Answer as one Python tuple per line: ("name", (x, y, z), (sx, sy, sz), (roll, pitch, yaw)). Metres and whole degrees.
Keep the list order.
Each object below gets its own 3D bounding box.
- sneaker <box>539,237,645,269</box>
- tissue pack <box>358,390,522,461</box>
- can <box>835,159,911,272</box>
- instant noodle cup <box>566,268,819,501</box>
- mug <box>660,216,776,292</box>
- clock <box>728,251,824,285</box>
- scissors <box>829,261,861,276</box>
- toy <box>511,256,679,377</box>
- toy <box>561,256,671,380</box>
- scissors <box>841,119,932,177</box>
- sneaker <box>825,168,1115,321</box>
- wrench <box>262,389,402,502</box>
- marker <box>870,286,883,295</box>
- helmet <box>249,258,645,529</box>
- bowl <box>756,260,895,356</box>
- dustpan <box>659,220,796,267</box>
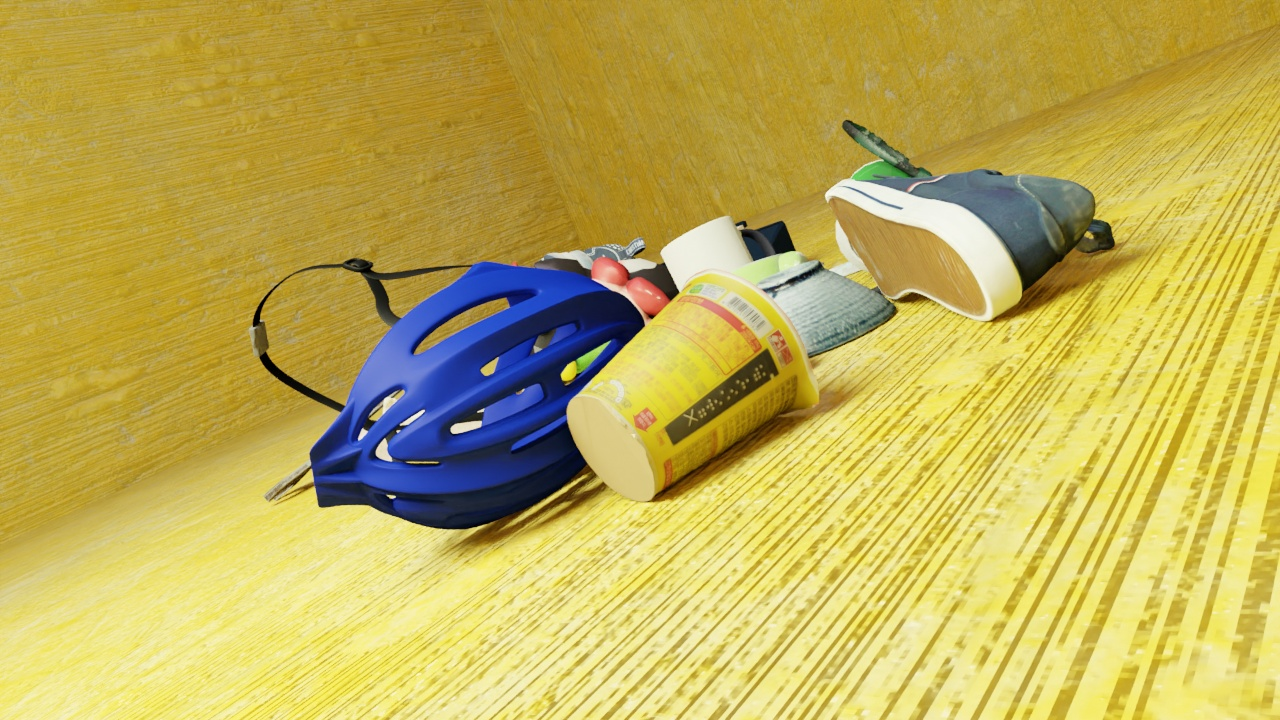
("sneaker", (-0.066, -0.091, 1.235), (0.132, 0.103, 0.270), (-26, -9, -15))
("tissue pack", (-0.219, 0.058, 0.969), (0.181, 0.071, 0.104), (-18, 7, 4))
("can", (0.243, -0.146, 0.915), (0.088, 0.088, 0.139), (-19, 17, 23))
("instant noodle cup", (0.021, 0.018, 0.514), (0.112, 0.100, 0.101), (-36, 14, -28))
("mug", (0.090, -0.088, 0.917), (0.111, 0.097, 0.079), (-25, -4, -23))
("clock", (0.106, -0.064, 0.815), (0.119, 0.042, 0.094), (-20, -2, -2))
("scissors", (0.189, -0.083, 0.978), (0.177, 0.013, 0.170), (-23, 5, 9))
("toy", (-0.039, -0.048, 1.029), (0.184, 0.159, 0.140), (-13, 47, 0))
("toy", (-0.049, -0.040, 0.929), (0.131, 0.124, 0.097), (-55, -7, -1))
("scissors", (0.290, -0.184, 0.909), (0.201, 0.205, 0.015), (-17, -38, -54))
("sneaker", (0.233, -0.104, 0.674), (0.127, 0.121, 0.294), (-35, 12, 0))
("wrench", (-0.313, 0.070, 1.014), (0.273, 0.010, 0.070), (-40, 3, 6))
("marker", (0.250, -0.078, 0.785), (0.152, 0.011, 0.011), (-22, 8, 2))
("helmet", (-0.123, 0.003, 0.579), (0.228, 0.148, 0.240), (25, 39, 26))
("bowl", (0.126, -0.044, 0.727), (0.137, 0.057, 0.137), (-22, 8, 3))
("dustpan", (0.086, -0.116, 1.210), (0.237, 0.080, 0.272), (-16, 11, 38))
